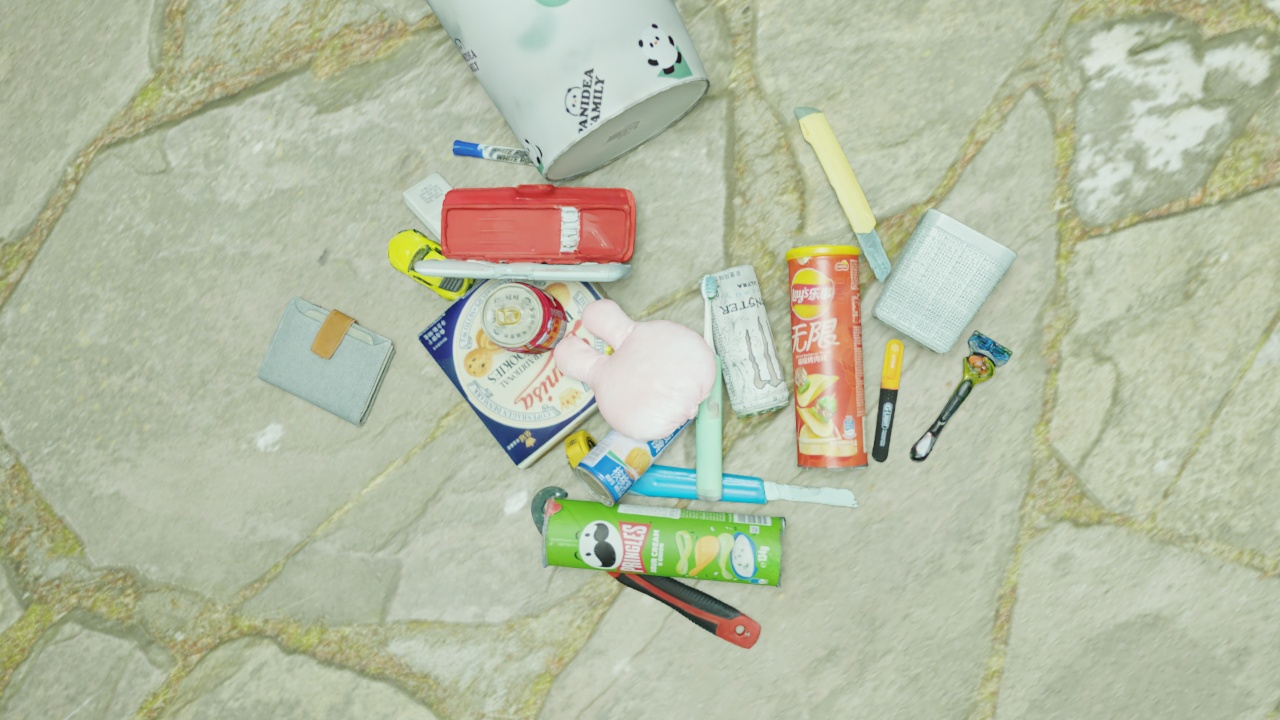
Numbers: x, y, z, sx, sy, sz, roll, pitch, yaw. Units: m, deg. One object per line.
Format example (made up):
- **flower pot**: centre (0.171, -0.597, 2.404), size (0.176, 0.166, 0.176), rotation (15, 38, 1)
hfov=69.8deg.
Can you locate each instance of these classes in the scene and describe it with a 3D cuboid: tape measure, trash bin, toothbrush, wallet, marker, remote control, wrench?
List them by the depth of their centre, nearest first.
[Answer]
- **trash bin**: centre (-0.072, -0.325, 0.869), size (0.230, 0.229, 0.252), rotation (-30, 91, 8)
- **toothbrush**: centre (0.067, 0.028, 0.901), size (0.026, 0.027, 0.224), rotation (-5, 99, -23)
- **marker**: centre (0.246, 0.040, 0.912), size (0.018, 0.015, 0.124), rotation (8, 93, 14)
- **tape measure**: centre (-0.057, 0.102, 0.941), size (0.029, 0.057, 0.060), rotation (-29, 111, 10)
- **wrench**: centre (0.001, 0.219, 0.953), size (0.273, 0.016, 0.056), rotation (31, 95, 9)
- **remote control**: centre (-0.193, -0.143, 0.972), size (0.125, 0.024, 0.048), rotation (46, 64, 7)
- **marker**: centre (-0.129, -0.217, 0.974), size (0.146, 0.017, 0.017), rotation (10, 91, 9)
- **wallet**: centre (-0.342, -0.002, 0.999), size (0.130, 0.037, 0.106), rotation (24, 94, 8)

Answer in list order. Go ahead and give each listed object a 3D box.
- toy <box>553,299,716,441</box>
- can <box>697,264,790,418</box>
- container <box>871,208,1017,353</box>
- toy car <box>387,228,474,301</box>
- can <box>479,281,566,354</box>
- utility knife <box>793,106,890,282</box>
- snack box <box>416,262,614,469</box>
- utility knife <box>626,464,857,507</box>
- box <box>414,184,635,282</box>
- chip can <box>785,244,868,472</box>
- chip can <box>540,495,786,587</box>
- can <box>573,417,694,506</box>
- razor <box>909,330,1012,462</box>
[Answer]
- **toy**: centre (-0.005, 0.005, 0.884), size (0.159, 0.054, 0.121), rotation (35, 84, 24)
- **can**: centre (0.103, -0.019, 0.914), size (0.058, 0.058, 0.146), rotation (-16, 87, 9)
- **container**: centre (0.282, -0.071, 0.871), size (0.090, 0.090, 0.111), rotation (30, 97, 9)
- **toy car**: centre (-0.227, -0.103, 0.983), size (0.105, 0.032, 0.048), rotation (31, 95, 10)
- **can**: centre (-0.112, -0.040, 0.885), size (0.066, 0.093, 0.066), rotation (0, 89, 8)
- **utility knife**: centre (0.202, -0.169, 0.904), size (0.031, 0.021, 0.201), rotation (-21, 71, -2)
- **snack box**: centre (-0.107, -0.014, 0.955), size (0.178, 0.045, 0.182), rotation (-40, 83, 6)
- **utility knife**: centre (0.102, 0.131, 0.934), size (0.234, 0.018, 0.034), rotation (4, 92, 10)
- **box**: centre (-0.108, -0.120, 0.885), size (0.201, 0.100, 0.110), rotation (2, 89, 9)
- **chip can**: centre (0.183, -0.002, 0.895), size (0.073, 0.073, 0.216), rotation (-4, 90, 9)
- **chip can**: centre (0.023, 0.179, 0.910), size (0.236, 0.072, 0.072), rotation (4, 90, 4)
- **can**: centre (-0.002, 0.079, 0.908), size (0.053, 0.053, 0.134), rotation (43, 68, 7)
- **razor**: centre (0.307, 0.040, 0.899), size (0.042, 0.022, 0.143), rotation (34, 95, 10)
